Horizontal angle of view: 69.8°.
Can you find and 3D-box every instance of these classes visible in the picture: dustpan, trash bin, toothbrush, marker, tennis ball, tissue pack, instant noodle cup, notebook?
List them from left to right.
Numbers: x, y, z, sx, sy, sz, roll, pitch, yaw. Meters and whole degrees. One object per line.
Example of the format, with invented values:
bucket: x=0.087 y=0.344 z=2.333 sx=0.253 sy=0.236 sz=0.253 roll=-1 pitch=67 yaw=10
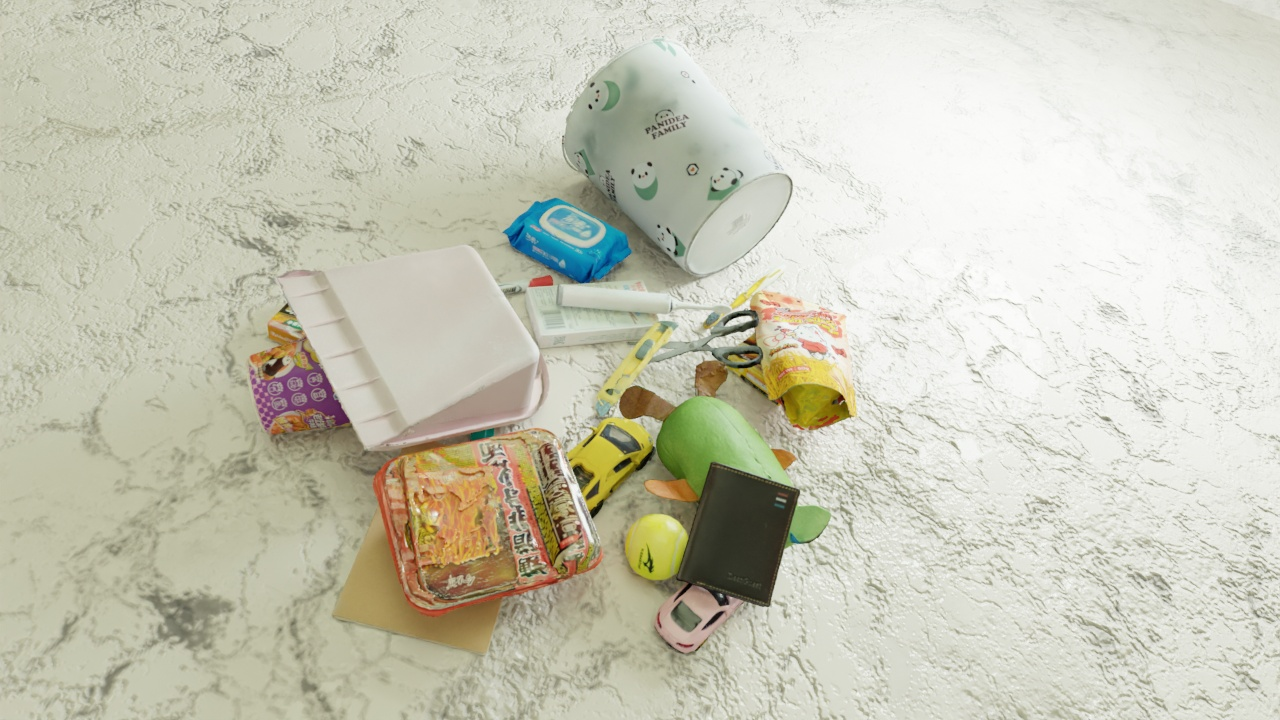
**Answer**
instant noodle cup: x=-0.347 y=0.025 z=0.950 sx=0.099 sy=0.112 sz=0.111 roll=-12 pitch=53 yaw=-16
dustpan: x=-0.221 y=-0.004 z=0.987 sx=0.272 sy=0.139 sz=0.222 roll=-20 pitch=66 yaw=-27
notebook: x=-0.194 y=0.175 z=0.907 sx=0.148 sy=0.008 sz=0.207 roll=15 pitch=51 yaw=-2
instant noodle cup: x=-0.148 y=0.158 z=0.874 sx=0.188 sy=0.079 sz=0.164 roll=-10 pitch=55 yaw=-22
marker: x=-0.179 y=-0.089 z=1.153 sx=0.145 sy=0.017 sz=0.017 roll=-12 pitch=53 yaw=-24
tissue pack: x=-0.097 y=-0.162 z=1.214 sx=0.157 sy=0.052 sz=0.094 roll=29 pitch=46 yaw=14
toothbrush: x=0.006 y=-0.073 z=1.141 sx=0.221 sy=0.027 sz=0.026 roll=4 pitch=14 yaw=-10
tennis ball: x=0.017 y=0.187 z=0.922 sx=0.065 sy=0.066 sz=0.065 roll=7 pitch=47 yaw=-8
trash bin: x=0.057 y=-0.264 z=1.245 sx=0.229 sy=0.230 sz=0.252 roll=-26 pitch=65 yaw=-32
toothbrush: x=0.144 y=-0.091 z=1.238 sx=0.016 sy=0.018 sz=0.190 roll=39 pitch=51 yaw=18

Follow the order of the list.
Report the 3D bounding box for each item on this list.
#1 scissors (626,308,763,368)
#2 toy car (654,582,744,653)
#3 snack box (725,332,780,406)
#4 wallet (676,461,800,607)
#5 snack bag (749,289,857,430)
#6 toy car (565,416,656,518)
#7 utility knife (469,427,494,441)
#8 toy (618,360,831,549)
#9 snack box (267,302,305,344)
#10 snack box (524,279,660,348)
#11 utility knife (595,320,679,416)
scissors: x=0.072 y=-0.019 z=1.112 sx=0.174 sy=0.014 sz=0.159 roll=28 pitch=58 yaw=38
toy car: x=0.065 y=0.238 z=0.909 sx=0.056 sy=0.037 sz=0.122 roll=41 pitch=50 yaw=19
snack box: x=0.184 y=-0.010 z=1.167 sx=0.087 sy=0.034 sz=0.140 roll=39 pitch=49 yaw=19
wallet: x=0.098 y=0.172 z=0.907 sx=0.096 sy=0.020 sz=0.122 roll=19 pitch=77 yaw=-3
snack bag: x=0.200 y=-0.010 z=1.115 sx=0.128 sy=0.073 sz=0.207 roll=11 pitch=40 yaw=-5
toy car: x=-0.044 y=0.110 z=0.993 sx=0.071 sy=0.041 sz=0.155 roll=37 pitch=49 yaw=17
utility knife: x=-0.174 y=0.096 z=0.989 sx=0.029 sy=0.013 sz=0.205 roll=4 pitch=49 yaw=-8
toy: x=0.089 y=0.111 z=0.994 sx=0.226 sy=0.090 sz=0.246 roll=-12 pitch=56 yaw=-37
snack box: x=-0.338 y=-0.029 z=1.050 sx=0.154 sy=0.026 sz=0.075 roll=21 pitch=46 yaw=5
snack box: x=-0.060 y=-0.060 z=1.151 sx=0.156 sy=0.027 sz=0.084 roll=-5 pitch=50 yaw=-19
utility knife: x=-0.007 y=0.006 z=1.101 sx=0.031 sy=0.018 sz=0.164 roll=26 pitch=64 yaw=21
